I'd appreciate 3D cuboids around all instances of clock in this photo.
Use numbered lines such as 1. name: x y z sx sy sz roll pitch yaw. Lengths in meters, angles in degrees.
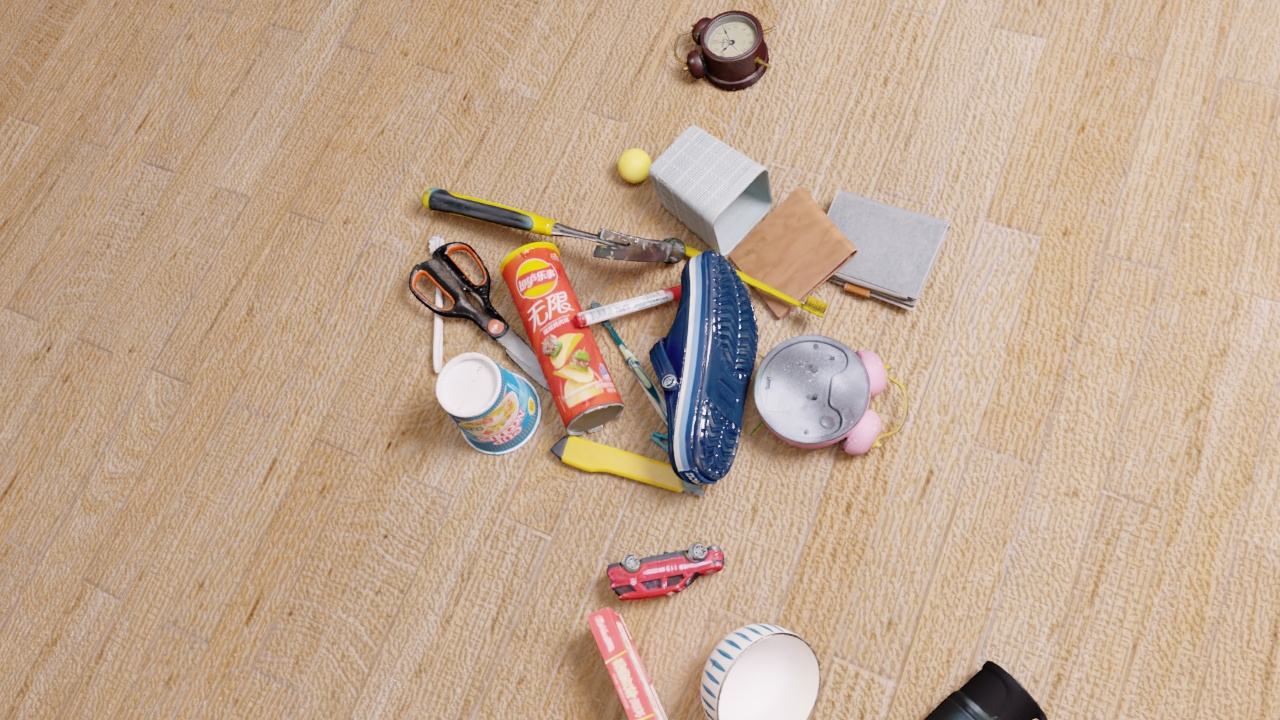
1. clock: 0.196 0.039 0.951 0.159 0.060 0.117 6 71 14
2. clock: 0.101 -0.378 1.115 0.122 0.055 0.082 7 73 14

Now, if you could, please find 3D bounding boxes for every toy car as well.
1. toy car: 0.027 0.214 0.926 0.120 0.053 0.045 -15 71 8

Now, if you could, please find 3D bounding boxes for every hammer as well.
1. hammer: -0.116 -0.157 1.055 0.324 0.126 0.032 17 102 23

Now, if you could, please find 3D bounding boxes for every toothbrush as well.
1. toothbrush: 0.122 -0.092 1.015 0.190 0.015 0.016 28 100 28
2. toothbrush: -0.006 0.006 1.021 0.016 0.018 0.191 -33 69 -3
3. toothbrush: -0.243 -0.069 1.091 0.016 0.016 0.180 -10 69 15

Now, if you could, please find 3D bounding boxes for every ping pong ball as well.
1. ping pong ball: -0.007 -0.232 1.091 0.040 0.040 0.040 -3 70 9

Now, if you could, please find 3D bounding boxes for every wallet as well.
1. wallet: 0.166 -0.118 1.013 0.115 0.020 0.101 -44 66 19
2. wallet: 0.257 -0.120 1.004 0.130 0.037 0.106 24 89 26

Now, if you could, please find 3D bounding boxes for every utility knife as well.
1. utility knife: -0.014 0.115 0.986 0.177 0.015 0.033 15 80 14

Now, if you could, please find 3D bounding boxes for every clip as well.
1. clip: 0.035 0.093 0.986 0.055 0.013 0.034 31 78 16

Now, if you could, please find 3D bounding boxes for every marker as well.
1. marker: -0.007 -0.062 1.012 0.145 0.017 0.017 -18 66 -24

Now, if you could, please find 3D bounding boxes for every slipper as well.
1. slipper: 0.060 0.010 0.971 0.095 0.105 0.252 -8 64 31

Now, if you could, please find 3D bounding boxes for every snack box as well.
1. snack box: -0.005 0.315 0.882 0.025 0.075 0.152 -27 69 -1

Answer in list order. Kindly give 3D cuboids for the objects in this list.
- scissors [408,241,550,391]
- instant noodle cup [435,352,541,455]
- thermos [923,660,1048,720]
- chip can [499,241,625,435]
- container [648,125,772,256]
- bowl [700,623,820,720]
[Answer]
1. scissors: -0.165 -0.057 1.065 0.235 0.022 0.139 25 70 9
2. instant noodle cup: -0.169 0.042 0.989 0.099 0.110 0.099 -3 71 9
3. thermos: 0.258 0.382 0.814 0.242 0.068 0.090 -42 65 -5
4. chip can: -0.089 -0.026 1.018 0.073 0.073 0.216 -24 69 1
5. container: 0.077 -0.195 1.040 0.111 0.090 0.090 40 82 23
6. bowl: 0.104 0.300 0.862 0.116 0.116 0.066 -55 27 -10
